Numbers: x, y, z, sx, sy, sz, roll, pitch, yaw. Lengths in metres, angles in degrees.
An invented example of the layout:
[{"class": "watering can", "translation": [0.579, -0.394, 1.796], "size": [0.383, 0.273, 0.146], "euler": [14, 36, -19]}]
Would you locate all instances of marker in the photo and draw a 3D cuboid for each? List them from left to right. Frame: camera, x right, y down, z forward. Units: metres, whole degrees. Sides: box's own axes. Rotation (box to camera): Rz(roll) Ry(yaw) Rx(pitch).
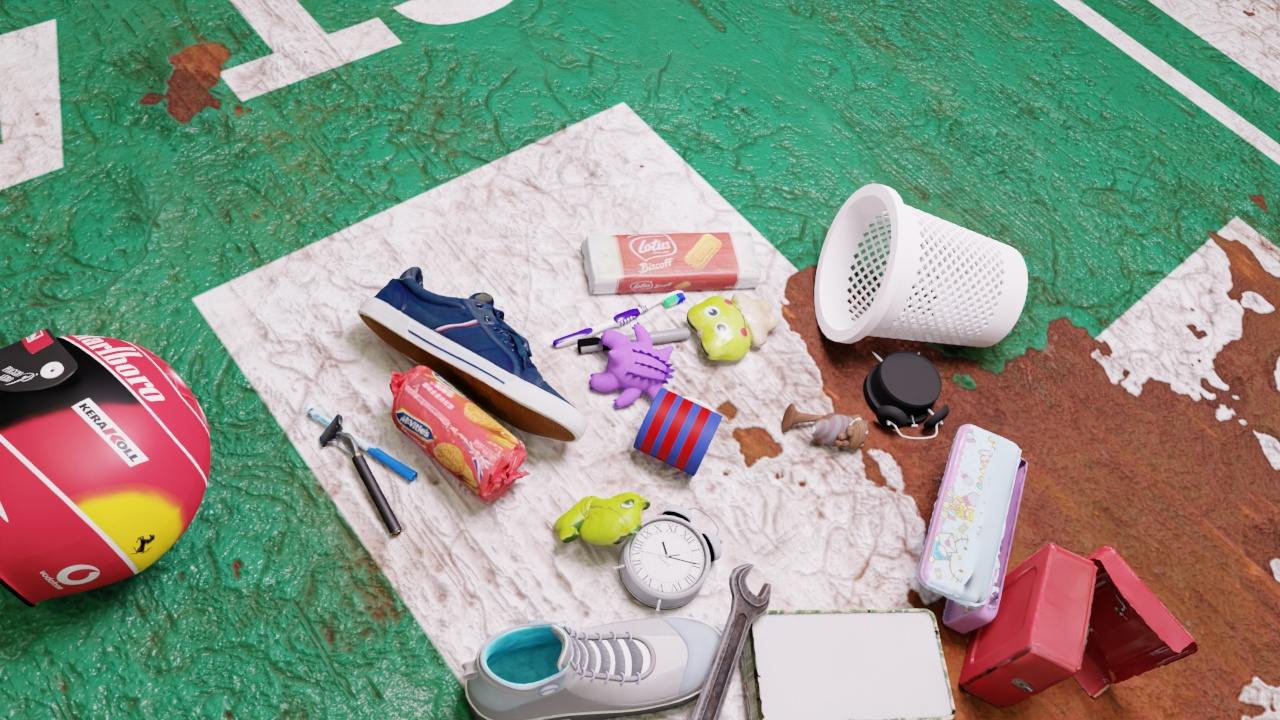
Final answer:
[{"class": "marker", "translation": [-0.301, 0.090, 0.989], "size": [0.142, 0.013, 0.013], "euler": [30, 57, 9]}, {"class": "marker", "translation": [-0.007, -0.025, 1.115], "size": [0.140, 0.016, 0.016], "euler": [-8, 60, -15]}]

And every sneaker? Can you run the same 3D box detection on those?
[{"class": "sneaker", "translation": [-0.166, -0.018, 1.030], "size": [0.294, 0.121, 0.127], "euler": [33, 70, 14]}, {"class": "sneaker", "translation": [-0.032, 0.270, 0.836], "size": [0.256, 0.161, 0.093], "euler": [-7, 59, -13]}]

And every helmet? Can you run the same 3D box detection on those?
[{"class": "helmet", "translation": [-0.526, 0.081, 0.843], "size": [0.271, 0.198, 0.224], "euler": [33, 58, 20]}]

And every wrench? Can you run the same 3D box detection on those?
[{"class": "wrench", "translation": [0.065, 0.322, 0.859], "size": [0.070, 0.010, 0.272], "euler": [33, 68, -26]}]

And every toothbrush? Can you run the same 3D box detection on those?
[{"class": "toothbrush", "translation": [-0.024, -0.051, 1.129], "size": [0.186, 0.015, 0.016], "euler": [-23, 70, -23]}]

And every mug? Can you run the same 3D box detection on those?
[{"class": "mug", "translation": [0.047, 0.072, 1.038], "size": [0.076, 0.075, 0.111], "euler": [25, 30, 6]}]

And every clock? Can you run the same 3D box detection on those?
[{"class": "clock", "translation": [0.034, 0.203, 0.965], "size": [0.094, 0.035, 0.122], "euler": [41, 61, 15]}, {"class": "clock", "translation": [0.325, 0.043, 1.118], "size": [0.091, 0.043, 0.120], "euler": [1, 58, -10]}]

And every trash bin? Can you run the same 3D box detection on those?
[{"class": "trash bin", "translation": [0.353, -0.100, 1.143], "size": [0.199, 0.196, 0.195], "euler": [11, 56, -15]}]

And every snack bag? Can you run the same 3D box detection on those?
[{"class": "snack bag", "translation": [-0.197, 0.079, 0.979], "size": [0.176, 0.082, 0.082], "euler": [38, 59, 14]}, {"class": "snack bag", "translation": [0.040, -0.127, 1.176], "size": [0.225, 0.041, 0.077], "euler": [-3, 61, -14]}]

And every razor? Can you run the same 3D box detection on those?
[{"class": "razor", "translation": [-0.289, 0.123, 0.965], "size": [0.144, 0.043, 0.022], "euler": [53, 28, 16]}]

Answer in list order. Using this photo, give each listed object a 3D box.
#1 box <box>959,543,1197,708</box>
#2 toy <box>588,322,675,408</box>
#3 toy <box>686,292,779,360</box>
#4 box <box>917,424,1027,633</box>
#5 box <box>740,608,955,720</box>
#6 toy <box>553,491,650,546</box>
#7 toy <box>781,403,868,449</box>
[{"class": "box", "translation": [0.409, 0.277, 0.920], "size": [0.165, 0.158, 0.151], "euler": [-20, 61, -20]}, {"class": "toy", "translation": [-0.006, 0.006, 1.070], "size": [0.088, 0.056, 0.106], "euler": [17, 77, -12]}, {"class": "toy", "translation": [0.119, -0.045, 1.136], "size": [0.117, 0.043, 0.092], "euler": [-15, 61, -21]}, {"class": "box", "translation": [0.353, 0.178, 1.005], "size": [0.093, 0.090, 0.213], "euler": [28, 57, 0]}, {"class": "box", "translation": [0.204, 0.311, 0.922], "size": [0.205, 0.050, 0.117], "euler": [0, 61, -10]}, {"class": "toy", "translation": [-0.041, 0.165, 0.958], "size": [0.094, 0.036, 0.094], "euler": [-35, 34, -26]}, {"class": "toy", "translation": [0.223, 0.079, 1.079], "size": [0.101, 0.042, 0.054], "euler": [2, 34, -19]}]
